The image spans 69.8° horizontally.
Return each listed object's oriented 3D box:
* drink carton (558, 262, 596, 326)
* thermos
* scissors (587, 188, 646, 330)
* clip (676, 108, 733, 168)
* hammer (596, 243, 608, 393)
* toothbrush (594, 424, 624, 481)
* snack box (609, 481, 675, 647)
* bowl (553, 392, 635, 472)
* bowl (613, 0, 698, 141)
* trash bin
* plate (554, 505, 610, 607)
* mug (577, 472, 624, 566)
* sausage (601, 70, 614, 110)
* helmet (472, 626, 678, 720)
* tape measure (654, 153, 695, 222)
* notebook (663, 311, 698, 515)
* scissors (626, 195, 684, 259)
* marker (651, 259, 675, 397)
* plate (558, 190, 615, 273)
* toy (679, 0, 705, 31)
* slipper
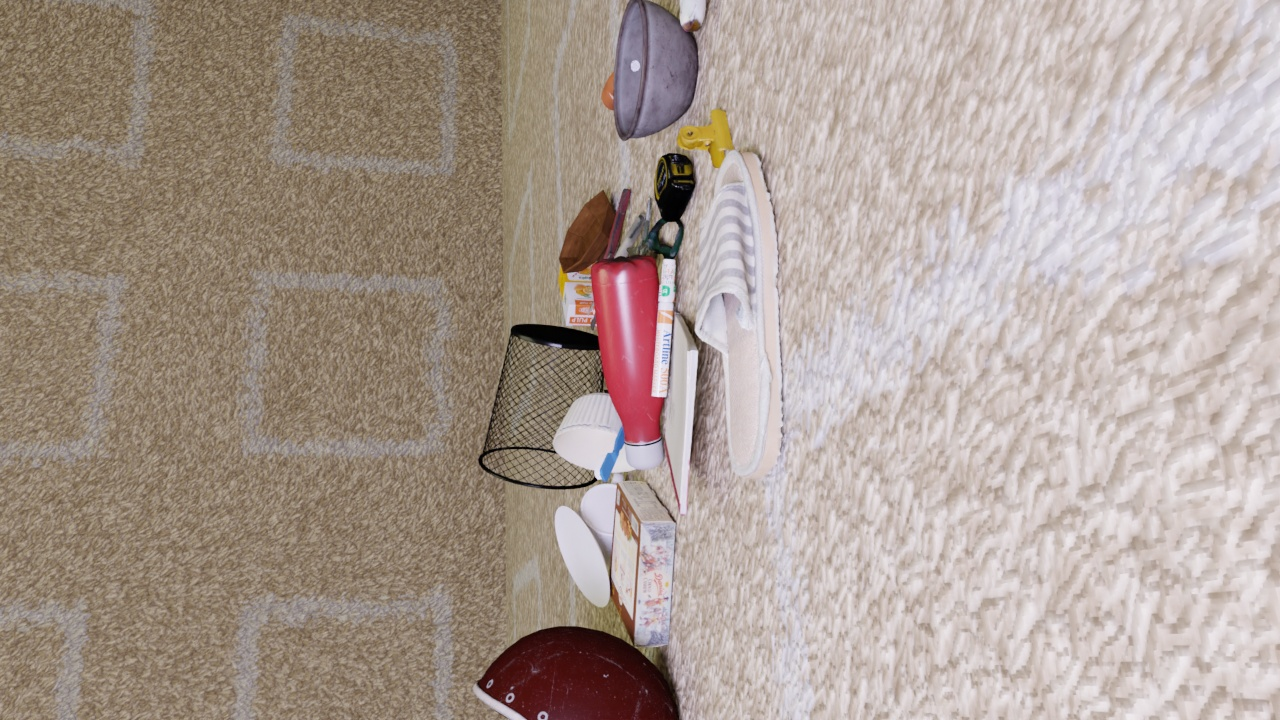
[{"bbox_3d":[-0.090,-0.102,1.419,0.122,0.058,0.040,-104,20,-48],"label":"drink carton"},{"bbox_3d":[-0.006,0.006,1.015,0.073,0.073,0.240,-136,38,-72],"label":"thermos"},{"bbox_3d":[-0.032,-0.141,1.215,0.180,0.015,0.198,156,126,-66],"label":"scissors"},{"bbox_3d":[0.060,-0.204,0.848,0.046,0.048,0.054,39,-143,-52],"label":"clip"},{"bbox_3d":[-0.035,-0.068,1.251,0.322,0.033,0.116,-104,23,-48],"label":"hammer"},{"bbox_3d":[-0.021,0.081,1.065,0.166,0.014,0.016,-65,-41,-51],"label":"toothbrush"},{"bbox_3d":[0.000,0.230,1.058,0.143,0.041,0.147,-141,53,-73],"label":"snack box"},{"bbox_3d":[-0.046,0.086,1.134,0.116,0.115,0.062,113,169,-57],"label":"bowl"},{"bbox_3d":[0.018,-0.304,0.967,0.145,0.067,0.145,180,91,-77],"label":"bowl"},{"bbox_3d":[-0.138,0.062,1.379,0.184,0.184,0.210,-135,53,-72],"label":"trash bin"},{"bbox_3d":[-0.070,0.243,1.149,0.134,0.011,0.135,41,141,44],"label":"plate"},{"bbox_3d":[-0.043,0.200,1.196,0.091,0.074,0.110,108,179,-51],"label":"mug"},{"bbox_3d":[-0.019,-0.360,1.186,0.164,0.039,0.044,-166,74,-76],"label":"sausage"},{"bbox_3d":[-0.084,0.406,0.956,0.234,0.233,0.253,158,131,-70],"label":"helmet"},{"bbox_3d":[0.037,-0.184,0.954,0.062,0.034,0.061,118,148,-60],"label":"tape measure"},{"bbox_3d":[0.038,0.044,0.901,0.208,0.012,0.153,-99,12,-78],"label":"notebook"},{"bbox_3d":[0.008,-0.101,1.064,0.205,0.015,0.201,174,104,-73],"label":"scissors"},{"bbox_3d":[0.025,-0.034,0.975,0.017,0.017,0.145,-163,77,-76],"label":"marker"},{"bbox_3d":[-0.074,-0.183,1.344,0.132,0.025,0.131,-44,32,35],"label":"plate"},{"bbox_3d":[0.055,-0.381,0.888,0.079,0.038,0.123,-110,27,-73],"label":"toy"},{"bbox_3d":[0.077,-0.039,0.748,0.115,0.054,0.272,123,145,-75],"label":"slipper"}]
